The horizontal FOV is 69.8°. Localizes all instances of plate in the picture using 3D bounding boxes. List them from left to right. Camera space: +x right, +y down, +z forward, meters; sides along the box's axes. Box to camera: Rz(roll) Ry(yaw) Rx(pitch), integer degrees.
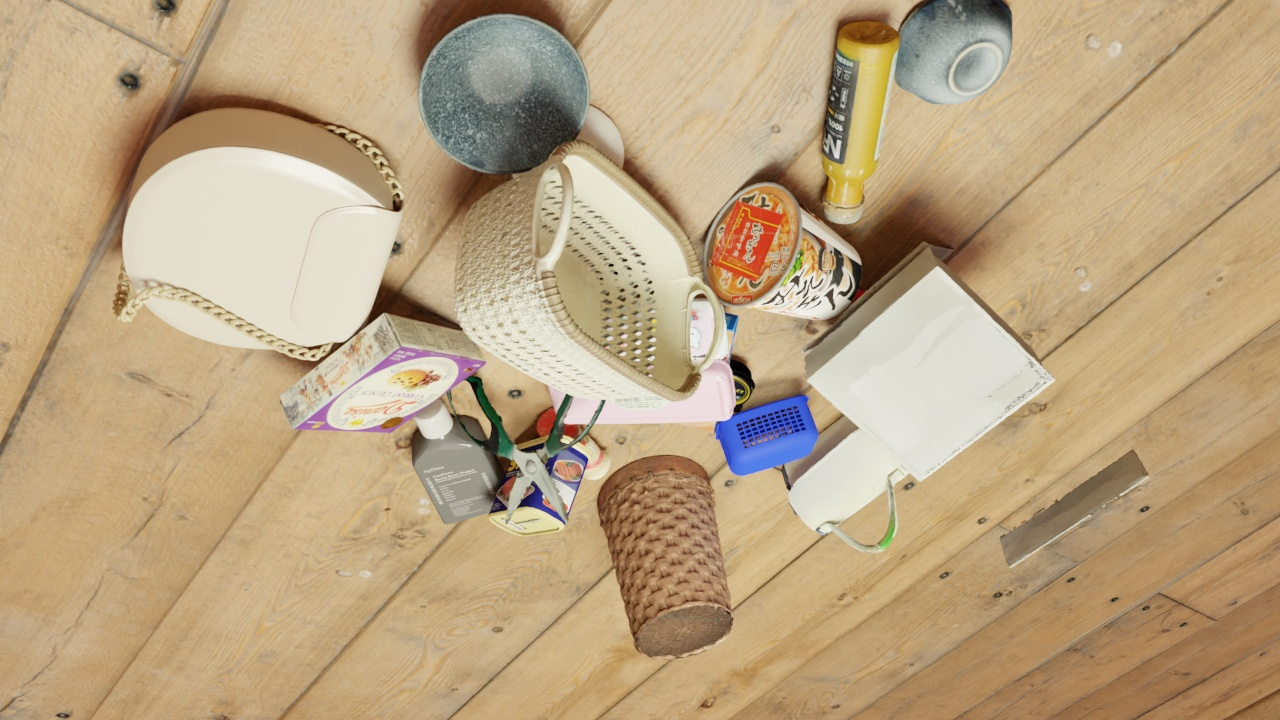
[{"bbox_3d":[-0.064,-0.176,0.819,0.104,0.026,0.104,-6,124,-10],"label":"plate"}]

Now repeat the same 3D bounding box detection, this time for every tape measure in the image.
[{"bbox_3d":[0.099,0.026,1.055,0.061,0.034,0.062,21,132,-14],"label":"tape measure"}]

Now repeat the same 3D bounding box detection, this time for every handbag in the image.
[{"bbox_3d":[-0.322,-0.100,0.782,0.208,0.103,0.211,9,131,-27],"label":"handbag"},{"bbox_3d":[0.259,0.155,1.121,0.074,0.175,0.152,31,119,-34],"label":"handbag"}]

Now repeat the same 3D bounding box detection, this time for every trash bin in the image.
[{"bbox_3d":[0.037,0.243,1.122,0.151,0.209,0.151,-8,134,-8],"label":"trash bin"}]

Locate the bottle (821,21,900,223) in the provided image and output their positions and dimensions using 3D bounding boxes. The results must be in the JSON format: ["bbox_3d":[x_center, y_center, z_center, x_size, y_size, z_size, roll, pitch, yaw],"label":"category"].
[{"bbox_3d":[0.197,-0.213,0.847,0.053,0.053,0.186,-8,134,-7],"label":"bottle"}]

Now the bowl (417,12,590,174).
[{"bbox_3d":[-0.113,-0.226,0.750,0.137,0.057,0.137,-7,133,-8],"label":"bowl"}]

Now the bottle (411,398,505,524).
[{"bbox_3d":[-0.213,0.111,1.046,0.084,0.046,0.174,-15,134,0],"label":"bottle"}]

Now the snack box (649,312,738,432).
[{"bbox_3d":[0.052,0.007,1.004,0.087,0.034,0.152,14,131,8],"label":"snack box"}]

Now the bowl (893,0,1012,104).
[{"bbox_3d":[0.285,-0.270,0.815,0.110,0.055,0.111,-8,134,-8],"label":"bowl"}]

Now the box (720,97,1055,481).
[{"bbox_3d":[0.248,-0.091,1.002,0.173,0.421,0.168,30,119,-33],"label":"box"}]

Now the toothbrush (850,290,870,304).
[{"bbox_3d":[0.168,-0.074,0.997,0.212,0.012,0.018,4,131,-18],"label":"toothbrush"}]

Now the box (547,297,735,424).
[{"bbox_3d":[-0.006,0.005,0.964,0.201,0.038,0.153,-2,131,13],"label":"box"}]

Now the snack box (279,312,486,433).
[{"bbox_3d":[-0.252,0.018,0.909,0.148,0.040,0.143,-35,162,17],"label":"snack box"}]

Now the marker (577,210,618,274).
[{"bbox_3d":[-0.050,-0.130,0.887,0.022,0.016,0.139,-16,135,20],"label":"marker"}]

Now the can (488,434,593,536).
[{"bbox_3d":[-0.114,0.142,1.029,0.056,0.092,0.116,35,148,-26],"label":"can"}]

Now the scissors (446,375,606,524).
[{"bbox_3d":[-0.104,0.066,0.961,0.203,0.201,0.015,-38,169,10],"label":"scissors"}]

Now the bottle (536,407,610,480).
[{"bbox_3d":[-0.077,0.099,1.074,0.044,0.044,0.109,-29,133,12],"label":"bottle"}]

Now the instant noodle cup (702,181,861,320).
[{"bbox_3d":[0.148,-0.096,0.907,0.121,0.123,0.124,17,126,-39],"label":"instant noodle cup"}]

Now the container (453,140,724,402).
[{"bbox_3d":[-0.046,-0.063,0.804,0.143,0.184,0.246,-12,152,31],"label":"container"}]

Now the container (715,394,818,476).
[{"bbox_3d":[0.152,0.093,1.092,0.114,0.058,0.096,-17,160,-3],"label":"container"}]
